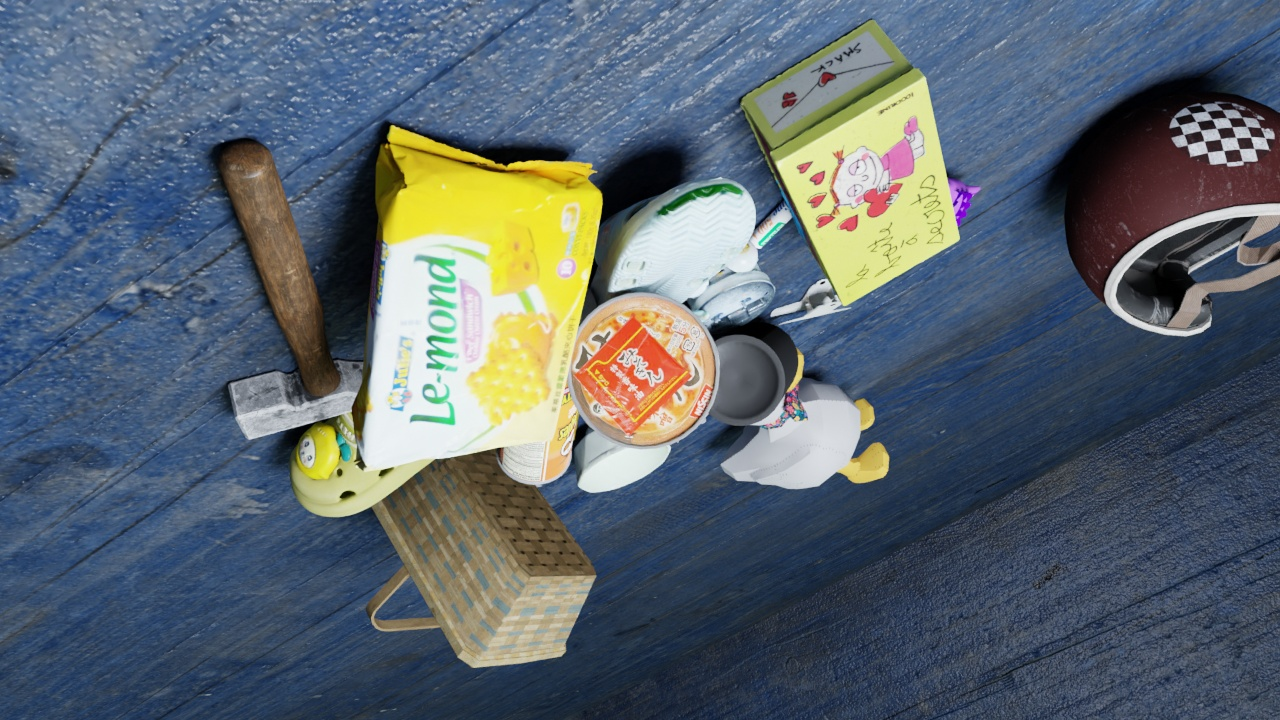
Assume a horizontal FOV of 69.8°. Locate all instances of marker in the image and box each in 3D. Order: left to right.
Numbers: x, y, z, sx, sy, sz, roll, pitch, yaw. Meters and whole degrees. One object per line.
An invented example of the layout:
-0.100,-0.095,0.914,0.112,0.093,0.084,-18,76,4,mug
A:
0.149,-0.153,0.817,0.017,0.017,0.146,3,143,-43,marker

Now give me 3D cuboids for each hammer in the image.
-0.215,-0.052,0.675,0.217,0.037,0.301,-16,152,-17,hammer

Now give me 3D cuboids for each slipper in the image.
-0.239,0.068,0.820,0.190,0.091,0.081,-30,151,3,slipper
0.008,-0.091,0.757,0.104,0.074,0.246,-11,167,-19,slipper

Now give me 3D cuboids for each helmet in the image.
0.554,-0.144,0.905,0.234,0.253,0.234,2,146,1,helmet

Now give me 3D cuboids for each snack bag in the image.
-0.122,-0.039,0.661,0.159,0.068,0.248,-3,119,-34,snack bag

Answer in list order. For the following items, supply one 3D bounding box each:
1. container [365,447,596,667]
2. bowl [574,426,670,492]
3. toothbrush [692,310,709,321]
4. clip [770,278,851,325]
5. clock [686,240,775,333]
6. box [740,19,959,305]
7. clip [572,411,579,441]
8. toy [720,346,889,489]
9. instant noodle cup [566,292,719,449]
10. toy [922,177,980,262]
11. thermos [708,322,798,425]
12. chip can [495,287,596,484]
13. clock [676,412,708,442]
-0.185,0.212,0.952,0.187,0.250,0.157,-51,147,15,container
-0.029,0.102,1.088,0.117,0.061,0.118,-19,154,-10,bowl
-0.022,-0.021,0.859,0.181,0.016,0.016,-14,137,16,toothbrush
0.197,-0.070,1.018,0.101,0.046,0.056,-14,156,-23,clip
0.077,-0.073,0.859,0.083,0.057,0.117,-26,154,4,clock
0.177,-0.148,0.746,0.124,0.082,0.221,-28,144,8,box
-0.088,0.061,0.990,0.050,0.053,0.044,-15,148,42,clip
0.189,0.084,1.169,0.267,0.140,0.247,16,137,-29,toy
0.015,0.006,0.777,0.124,0.123,0.121,-31,175,14,instant noodle cup
0.288,-0.145,0.904,0.105,0.056,0.088,-2,142,-40,toy
0.116,0.007,0.948,0.086,0.086,0.198,-33,178,16,thermos
-0.090,0.023,0.838,0.075,0.075,0.216,-13,143,-22,chip can
0.035,0.045,1.014,0.158,0.081,0.117,6,141,-46,clock
